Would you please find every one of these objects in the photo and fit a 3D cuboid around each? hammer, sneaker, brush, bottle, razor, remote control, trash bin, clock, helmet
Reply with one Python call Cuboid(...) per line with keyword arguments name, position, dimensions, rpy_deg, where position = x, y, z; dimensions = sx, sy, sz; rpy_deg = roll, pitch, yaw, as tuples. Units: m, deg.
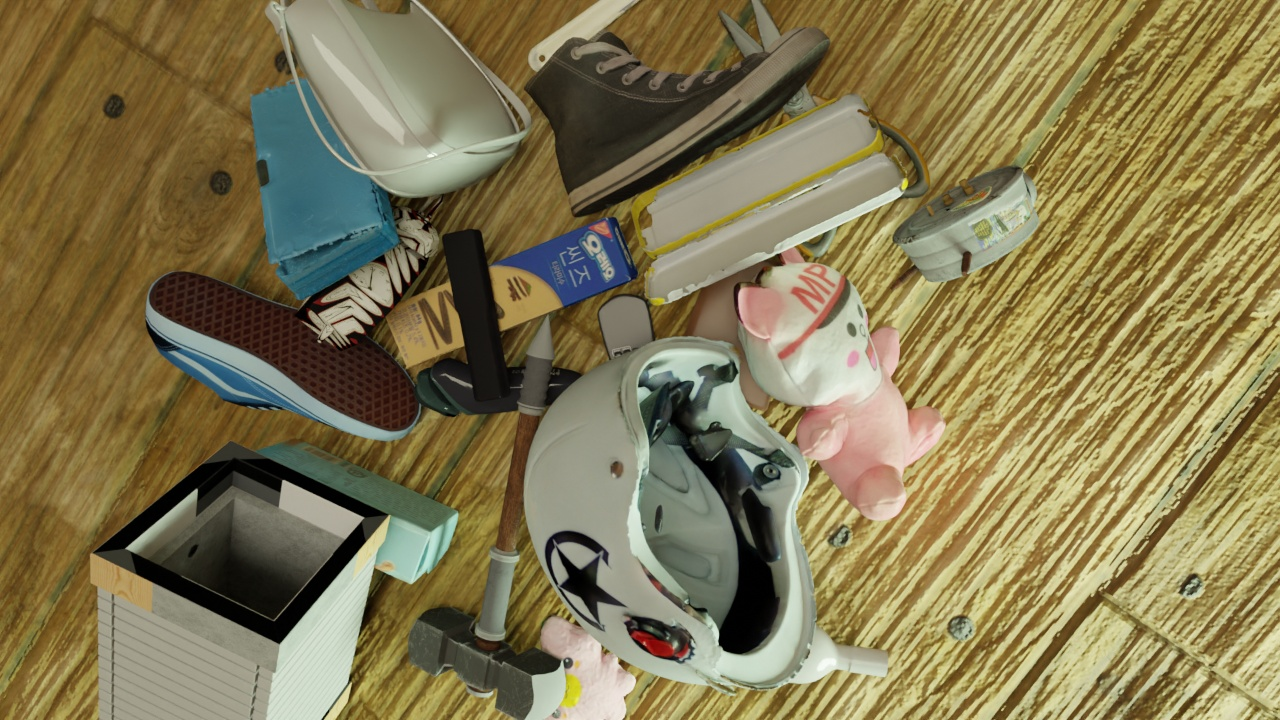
Cuboid(name="hammer", position=(-0.106, 0.123, 0.757), dimensions=(0.156, 0.043, 0.322), rpy_deg=(15, 99, 29))
Cuboid(name="sneaker", position=(-0.308, 0.010, 0.801), dimensions=(0.241, 0.083, 0.098), rpy_deg=(26, 140, -6))
Cuboid(name="sneaker", position=(0.025, -0.217, 0.714), dimensions=(0.235, 0.095, 0.120), rpy_deg=(-26, 91, 22))
Cuboid(name="brush", position=(-0.003, -0.307, 0.756), dimensions=(0.218, 0.012, 0.033), rpy_deg=(-34, 91, 10))
Cuboid(name="bottle", position=(0.105, 0.238, 0.765), dimensions=(0.195, 0.052, 0.052), rpy_deg=(6, 95, 6))
Cuboid(name="razor", position=(-0.119, 0.022, 0.782), dimensions=(0.143, 0.047, 0.052), rpy_deg=(-4, 118, 5))
Cuboid(name="remote control", position=(-0.132, -0.035, 0.732), dimensions=(0.032, 0.015, 0.136), rpy_deg=(-10, 91, 8))
Cuboid(name="remote control", position=(-0.005, 0.005, 0.781), dimensions=(0.046, 0.009, 0.124), rpy_deg=(-12, 93, 8))
Cuboid(name="trash bin", position=(-0.317, 0.221, 0.725), dimensions=(0.142, 0.142, 0.248), rpy_deg=(24, 122, 4))
Cuboid(name="clock", position=(0.257, -0.112, 0.701), dimensions=(0.147, 0.104, 0.056), rpy_deg=(-36, 100, -21))
Cuboid(name="clock", position=(-0.217, -0.085, 0.744), dimensions=(0.065, 0.115, 0.154), rpy_deg=(42, 86, -22))
Cuboid(name="helmet", position=(0.015, 0.125, 0.692), dimensions=(0.164, 0.235, 0.264), rpy_deg=(-21, 106, 33))

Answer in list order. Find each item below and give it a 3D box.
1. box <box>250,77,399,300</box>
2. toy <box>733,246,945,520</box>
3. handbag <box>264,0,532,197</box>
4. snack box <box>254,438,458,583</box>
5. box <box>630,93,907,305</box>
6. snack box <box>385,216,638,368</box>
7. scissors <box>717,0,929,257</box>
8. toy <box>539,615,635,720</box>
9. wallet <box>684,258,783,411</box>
Cuboid(name="box", position=(-0.252, -0.151, 0.712), dimensions=(0.093, 0.048, 0.231), rpy_deg=(-29, 50, 5))
Cuboid(name="toy", position=(0.145, 0.011, 0.708), dimensions=(0.084, 0.141, 0.213), rpy_deg=(-23, 106, 47))
Cuboid(name="handbag", position=(-0.191, -0.234, 0.684), dimensions=(0.096, 0.215, 0.222), rpy_deg=(-31, 94, 24))
Cuboid(name="snack box", position=(-0.250, 0.126, 0.789), dimensions=(0.175, 0.075, 0.053), rpy_deg=(22, 96, 5))
Cuboid(name="box", position=(0.092, -0.122, 0.705), dimensions=(0.210, 0.129, 0.039), rpy_deg=(-23, 135, 16))
Cuboid(name="snack box", position=(-0.107, -0.056, 0.764), dimensions=(0.207, 0.057, 0.056), rpy_deg=(-21, 93, 8))
Cuboid(name="scissors", position=(0.145, -0.202, 0.742), dimensions=(0.162, 0.016, 0.225), rpy_deg=(-17, 91, 10))
Cuboid(name="toy", position=(-0.054, 0.278, 0.788), dimensions=(0.093, 0.050, 0.102), rpy_deg=(19, 97, 14))
Cuboid(name="wallet", position=(0.085, -0.028, 0.765), dimensions=(0.087, 0.013, 0.121), rpy_deg=(20, 94, 4))
